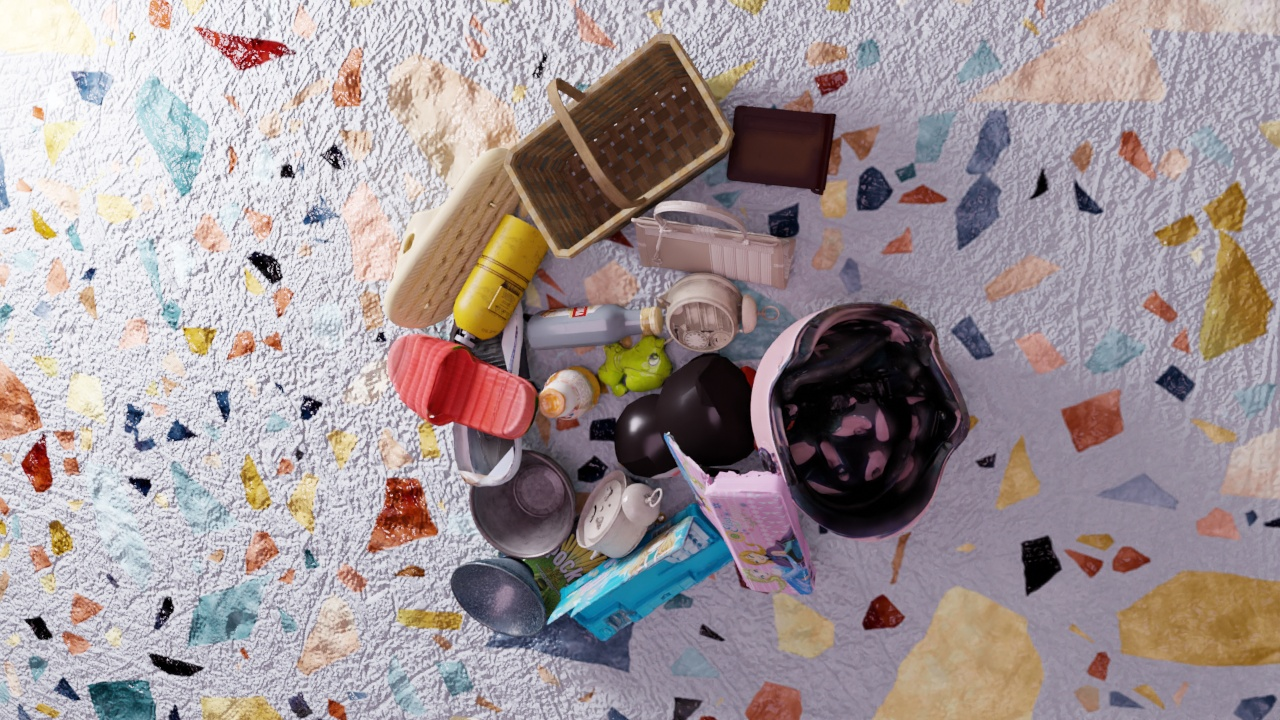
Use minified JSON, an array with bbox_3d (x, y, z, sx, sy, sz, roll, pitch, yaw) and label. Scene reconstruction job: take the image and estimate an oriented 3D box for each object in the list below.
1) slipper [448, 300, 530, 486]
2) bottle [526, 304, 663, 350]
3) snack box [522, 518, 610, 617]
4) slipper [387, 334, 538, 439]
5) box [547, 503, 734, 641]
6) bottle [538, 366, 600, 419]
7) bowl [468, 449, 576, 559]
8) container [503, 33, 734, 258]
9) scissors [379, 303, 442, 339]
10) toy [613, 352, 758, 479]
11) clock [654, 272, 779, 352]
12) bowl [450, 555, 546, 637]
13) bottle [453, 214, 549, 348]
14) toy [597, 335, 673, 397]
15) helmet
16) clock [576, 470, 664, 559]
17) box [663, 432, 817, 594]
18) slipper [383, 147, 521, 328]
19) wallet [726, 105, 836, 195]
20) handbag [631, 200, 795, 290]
[{"bbox_3d":[-0.188,0.031,1.178,0.111,0.063,0.263,-10,72,21],"label":"slipper"},{"bbox_3d":[-0.053,-0.043,1.132,0.161,0.072,0.046,-4,104,17],"label":"bottle"},{"bbox_3d":[-0.104,0.278,1.226,0.148,0.025,0.080,-38,88,18],"label":"snack box"},{"bbox_3d":[-0.236,0.030,1.130,0.249,0.059,0.103,21,90,32],"label":"slipper"},{"bbox_3d":[-0.009,0.264,1.140,0.228,0.170,0.085,-36,59,18],"label":"box"},{"bbox_3d":[-0.091,0.044,1.138,0.063,0.109,0.063,2,99,14],"label":"bottle"},{"bbox_3d":[-0.144,0.179,1.198,0.145,0.067,0.145,3,100,16],"label":"bowl"},{"bbox_3d":[-0.031,-0.235,1.022,0.250,0.186,0.157,-32,84,21],"label":"container"},{"bbox_3d":[-0.281,-0.022,1.229,0.118,0.014,0.161,-12,94,8],"label":"scissors"},{"bbox_3d":[0.042,0.075,1.092,0.184,0.140,0.158,-25,55,29],"label":"toy"},{"bbox_3d":[0.092,-0.052,1.079,0.141,0.054,0.093,0,132,15],"label":"clock"},{"bbox_3d":[-0.174,0.293,1.194,0.137,0.057,0.137,13,129,16],"label":"bowl"},{"bbox_3d":[-0.178,-0.092,1.133,0.071,0.071,0.163,28,86,10],"label":"bottle"},{"bbox_3d":[-0.007,0.007,1.147,0.093,0.036,0.094,24,111,14],"label":"toy"},{"bbox_3d":[0.222,0.066,1.014,0.229,0.153,0.255,-21,97,-18],"label":"helmet"},{"bbox_3d":[-0.015,0.188,1.122,0.061,0.103,0.157,31,143,-21],"label":"clock"},{"bbox_3d":[0.105,0.181,1.012,0.160,0.231,0.062,18,61,33],"label":"box"},{"bbox_3d":[-0.239,-0.159,1.160,0.079,0.111,0.262,42,101,37],"label":"slipper"},{"bbox_3d":[0.162,-0.245,1.066,0.116,0.018,0.091,9,101,13],"label":"wallet"},{"bbox_3d":[0.074,-0.141,1.011,0.176,0.198,0.062,11,84,14],"label":"handbag"}]
